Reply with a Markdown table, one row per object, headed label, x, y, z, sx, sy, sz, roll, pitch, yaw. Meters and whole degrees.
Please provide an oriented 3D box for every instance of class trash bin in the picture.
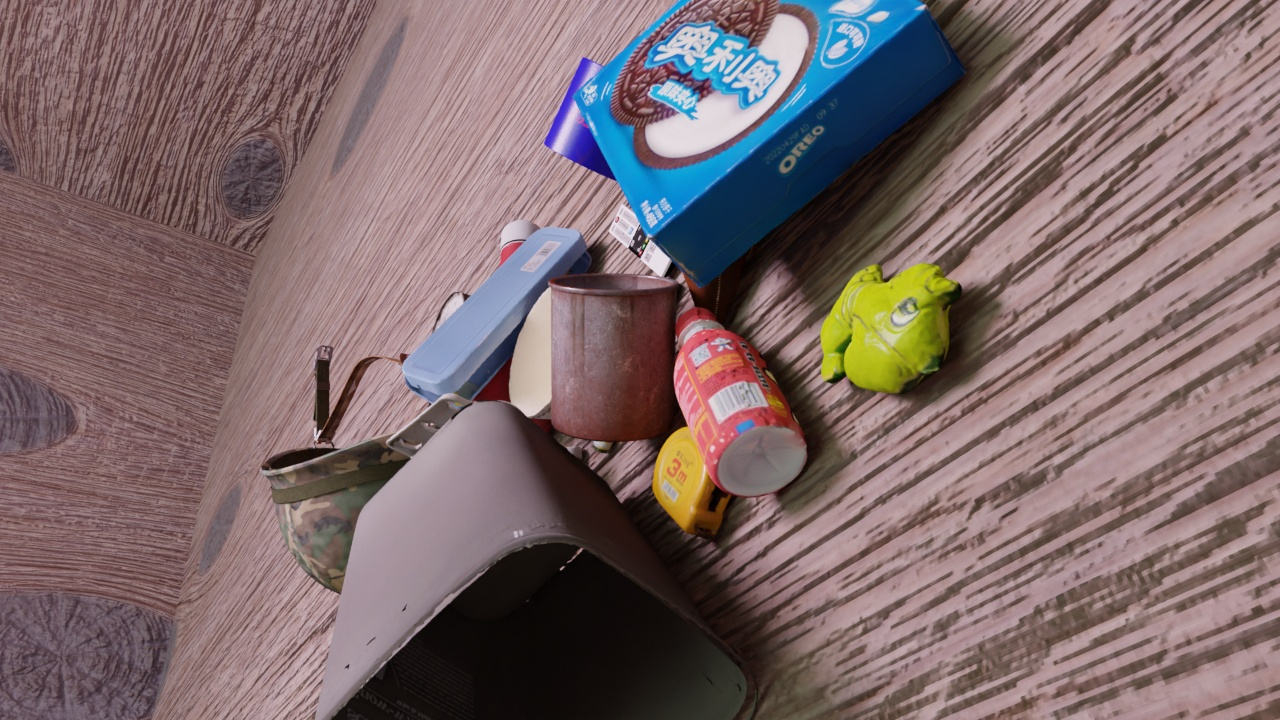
| label | x | y | z | sx | sy | sz | roll | pitch | yaw |
| --- | --- | --- | --- | --- | --- | --- | --- | --- | --- |
| trash bin | -0.080 | 0.153 | 0.567 | 0.197 | 0.197 | 0.220 | -44 | 27 | 5 |

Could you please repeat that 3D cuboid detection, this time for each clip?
| label | x | y | z | sx | sy | sz | roll | pitch | yaw |
| --- | --- | --- | --- | --- | --- | --- | --- | --- | --- |
| clip | -0.119 | 0.087 | 0.731 | 0.126 | 0.150 | 0.089 | -29 | 38 | 49 |

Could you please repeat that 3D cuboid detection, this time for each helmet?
| label | x | y | z | sx | sy | sz | roll | pitch | yaw |
| --- | --- | --- | --- | --- | --- | --- | --- | --- | --- |
| helmet | -0.237 | 0.094 | 0.858 | 0.193 | 0.223 | 0.236 | -12 | 97 | 38 |

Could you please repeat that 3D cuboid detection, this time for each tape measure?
| label | x | y | z | sx | sy | sz | roll | pitch | yaw |
| --- | --- | --- | --- | --- | --- | --- | --- | --- | --- |
| tape measure | 0.036 | 0.073 | 0.594 | 0.068 | 0.030 | 0.059 | 39 | 107 | 57 |

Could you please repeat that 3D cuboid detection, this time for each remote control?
| label | x | y | z | sx | sy | sz | roll | pitch | yaw |
| --- | --- | --- | --- | --- | --- | --- | --- | --- | --- |
| remote control | 0.004 | -0.100 | 0.767 | 0.028 | 0.011 | 0.124 | -63 | 30 | 13 |

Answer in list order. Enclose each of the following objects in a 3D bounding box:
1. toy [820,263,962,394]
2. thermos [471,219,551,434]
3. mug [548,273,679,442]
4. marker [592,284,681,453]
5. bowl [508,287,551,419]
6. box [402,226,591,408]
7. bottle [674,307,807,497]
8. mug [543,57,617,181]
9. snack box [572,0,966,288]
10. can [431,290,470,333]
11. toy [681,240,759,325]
| label | x | y | z | sx | sy | sz | roll | pitch | yaw |
| --- | --- | --- | --- | --- | --- | --- | --- | --- | --- |
| toy | 0.128 | -0.018 | 0.489 | 0.094 | 0.036 | 0.093 | -60 | 28 | 31 |
| thermos | -0.117 | -0.035 | 0.868 | 0.073 | 0.073 | 0.239 | -39 | 42 | 43 |
| mug | -0.019 | -0.008 | 0.658 | 0.122 | 0.096 | 0.110 | -70 | -14 | -77 |
| marker | -0.004 | 0.004 | 0.714 | 0.017 | 0.017 | 0.146 | 34 | 103 | 60 |
| bowl | -0.054 | -0.001 | 0.753 | 0.116 | 0.062 | 0.115 | -37 | 44 | 45 |
| box | -0.123 | -0.038 | 0.816 | 0.067 | 0.052 | 0.209 | 15 | 52 | 35 |
| bottle | 0.052 | 0.017 | 0.568 | 0.062 | 0.062 | 0.137 | -54 | 32 | 26 |
| mug | -0.033 | -0.220 | 0.844 | 0.084 | 0.079 | 0.111 | -63 | 2 | 13 |
| snack box | 0.065 | -0.180 | 0.605 | 0.196 | 0.056 | 0.238 | -39 | 37 | 12 |
| can | -0.166 | -0.018 | 0.939 | 0.090 | 0.074 | 0.089 | -35 | 46 | 47 |
| toy | 0.044 | -0.064 | 0.659 | 0.090 | 0.070 | 0.103 | -131 | 41 | -71 |
